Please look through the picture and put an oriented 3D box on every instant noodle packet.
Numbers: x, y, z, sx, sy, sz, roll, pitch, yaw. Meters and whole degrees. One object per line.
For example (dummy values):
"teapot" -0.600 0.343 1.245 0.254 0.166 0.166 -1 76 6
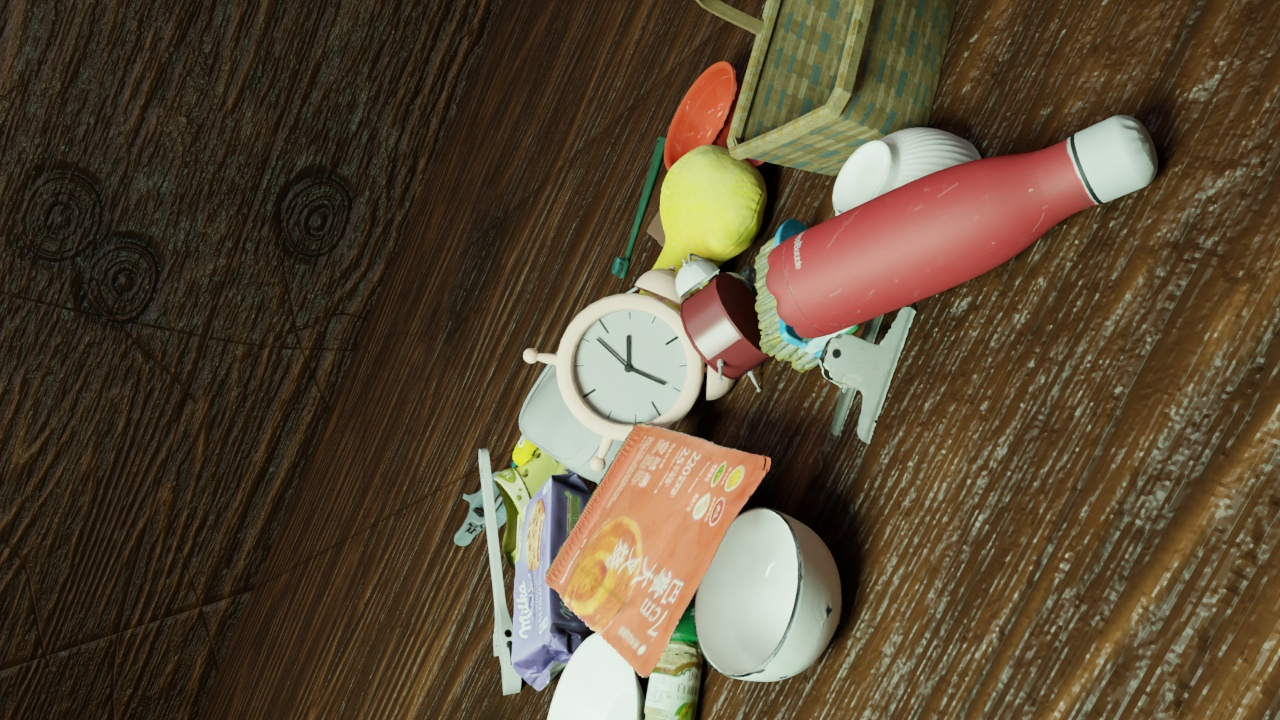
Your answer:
"instant noodle packet" 0.015 0.133 0.684 0.164 0.084 0.221 -58 9 -10

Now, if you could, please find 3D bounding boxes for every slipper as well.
"slipper" -0.134 0.147 1.066 0.092 0.081 0.190 14 85 67

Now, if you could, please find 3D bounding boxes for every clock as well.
"clock" 0.072 -0.038 0.778 0.044 0.087 0.124 -36 61 27
"clock" -0.005 0.005 0.837 0.161 0.131 0.086 -33 -3 11

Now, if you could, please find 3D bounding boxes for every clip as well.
"clip" 0.154 0.004 0.654 0.057 0.054 0.102 41 -111 -78
"clip" -0.208 0.208 1.222 0.164 0.027 0.106 -31 42 53

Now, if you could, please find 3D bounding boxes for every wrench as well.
"wrench" -0.160 0.229 1.023 0.087 0.018 0.273 130 133 -66

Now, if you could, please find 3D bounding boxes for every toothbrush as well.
"toothbrush" -0.001 -0.192 1.141 0.016 0.017 0.189 -1 69 63

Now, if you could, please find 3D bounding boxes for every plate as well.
"plate" -0.030 0.319 0.767 0.174 0.036 0.173 -48 31 42

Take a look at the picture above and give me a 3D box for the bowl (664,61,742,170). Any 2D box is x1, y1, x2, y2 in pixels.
"bowl" 0.079 -0.254 0.996 0.131 0.045 0.130 -44 34 41

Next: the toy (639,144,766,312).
"toy" 0.054 -0.123 0.891 0.134 0.092 0.207 27 98 63

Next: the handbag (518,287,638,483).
"handbag" -0.017 0.016 0.958 0.216 0.095 0.222 25 83 55

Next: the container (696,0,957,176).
"container" 0.141 -0.289 0.736 0.158 0.186 0.249 -6 65 62

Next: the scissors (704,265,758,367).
"scissors" 0.091 -0.054 0.848 0.150 0.019 0.130 -13 59 61

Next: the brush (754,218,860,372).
"brush" 0.133 -0.064 0.730 0.076 0.055 0.135 -39 37 41

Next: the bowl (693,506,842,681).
"bowl" 0.093 0.162 0.621 0.114 0.063 0.113 -45 33 41

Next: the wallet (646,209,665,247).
"wallet" 0.050 -0.163 1.022 0.087 0.013 0.121 -58 27 11

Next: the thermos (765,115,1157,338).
"thermos" 0.193 -0.083 0.576 0.241 0.073 0.073 -23 49 38

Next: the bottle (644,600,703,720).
"bottle" 0.027 0.243 0.713 0.043 0.043 0.110 -24 50 56

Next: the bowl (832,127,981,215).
"bowl" 0.182 -0.121 0.668 0.118 0.062 0.117 -44 34 41

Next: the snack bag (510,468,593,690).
"snack bag" -0.087 0.222 0.939 0.097 0.058 0.205 -48 34 42
